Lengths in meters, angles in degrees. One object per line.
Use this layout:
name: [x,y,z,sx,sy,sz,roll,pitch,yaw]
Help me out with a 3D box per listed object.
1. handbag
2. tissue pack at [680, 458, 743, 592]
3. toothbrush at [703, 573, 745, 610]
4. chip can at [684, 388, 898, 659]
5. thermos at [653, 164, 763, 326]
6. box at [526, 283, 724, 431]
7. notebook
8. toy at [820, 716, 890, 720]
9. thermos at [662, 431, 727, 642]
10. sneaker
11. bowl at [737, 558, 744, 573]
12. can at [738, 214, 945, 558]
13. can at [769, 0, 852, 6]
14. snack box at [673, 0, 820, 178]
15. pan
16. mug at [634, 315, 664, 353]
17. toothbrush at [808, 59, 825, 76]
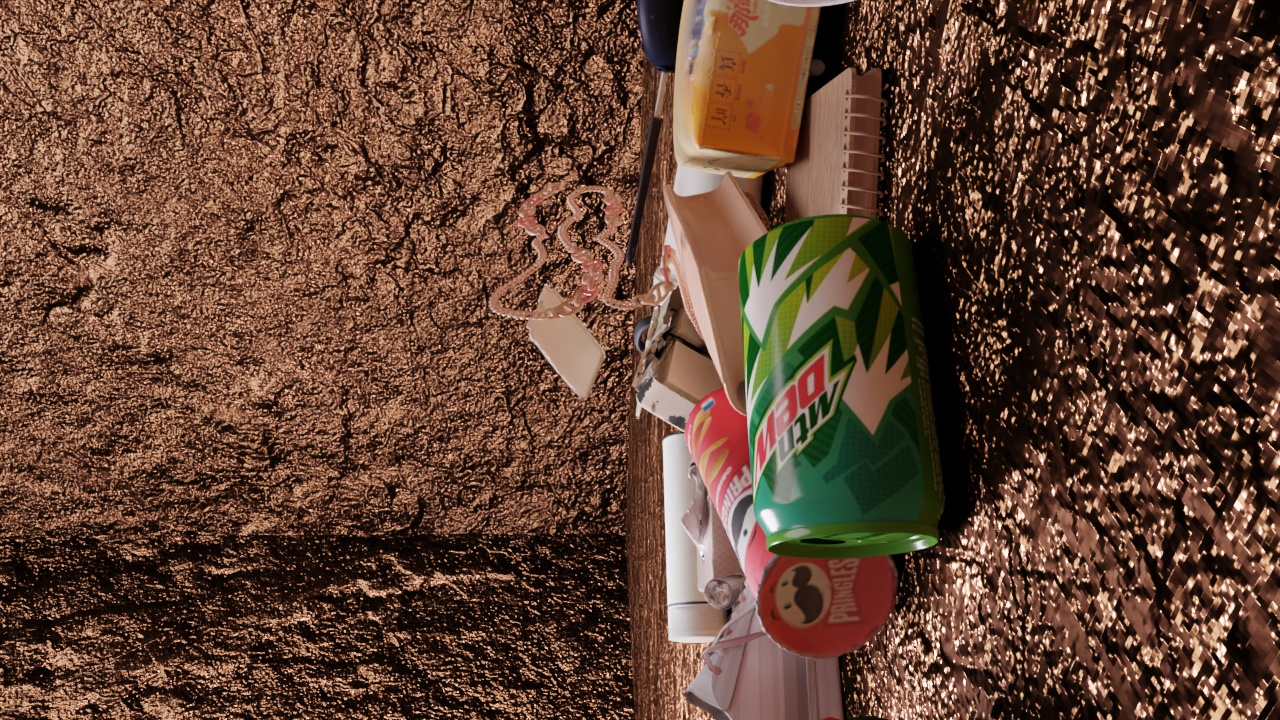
handbag: [0.004,-0.042,0.623,0.198,0.187,0.117,-102,1,-58]
tissue pack: [0.072,0.133,0.885,0.104,0.071,0.181,102,172,-78]
toothbrush: [0.080,0.181,0.741,0.024,0.022,0.185,65,-169,15]
chip can: [0.079,0.083,0.564,0.233,0.073,0.073,-112,22,-72]
thermos: [0.069,-0.130,0.815,0.099,0.099,0.221,-99,16,-70]
box: [-0.005,0.005,0.750,0.101,0.194,0.143,-55,9,35]
notebook: [0.114,-0.057,0.561,0.169,0.022,0.210,-109,20,-83]
toy: [0.090,0.188,0.365,0.119,0.099,0.097,-58,3,38]
thermos: [0.061,0.197,1.030,0.068,0.068,0.229,99,170,-69]
sneaker: [0.075,0.195,0.600,0.099,0.089,0.235,97,173,-62]
bowl: [0.097,0.111,0.735,0.118,0.030,0.118,178,93,-86]
can: [0.090,0.014,0.422,0.083,0.083,0.144,99,170,-70]
can: [0.088,-0.267,0.442,0.088,0.088,0.166,155,116,-86]
snack box: [0.068,-0.231,0.622,0.145,0.080,0.195,-113,31,-82]
pan: [0.026,-0.246,0.710,0.198,0.021,0.357,-39,-37,-67]
mug: [0.046,-0.029,0.967,0.078,0.105,0.071,95,169,-54]
toothbrush: [0.111,-0.215,0.689,0.186,0.012,0.017,-102,-1,-73]
